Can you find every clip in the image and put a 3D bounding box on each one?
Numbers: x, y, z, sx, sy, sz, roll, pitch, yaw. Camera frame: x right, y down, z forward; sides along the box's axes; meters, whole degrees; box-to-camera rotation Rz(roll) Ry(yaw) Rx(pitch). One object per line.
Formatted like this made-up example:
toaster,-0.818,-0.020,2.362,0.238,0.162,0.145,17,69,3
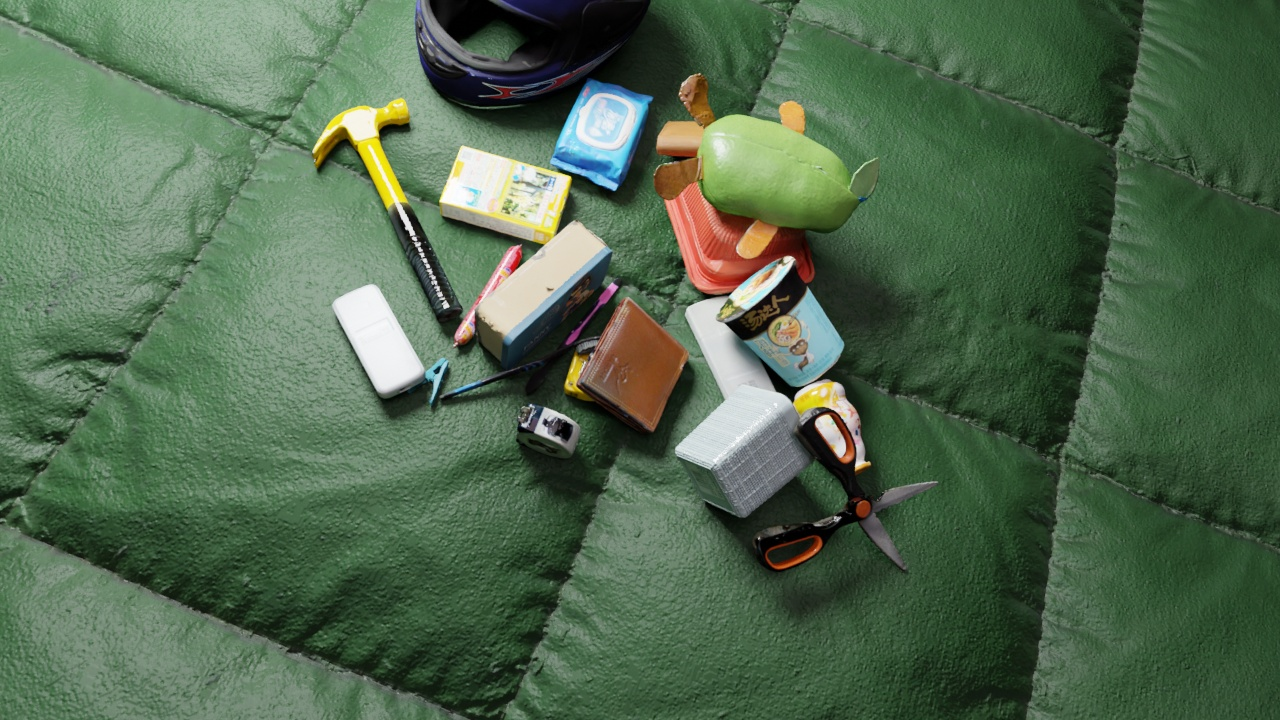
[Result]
clip,-0.227,0.021,1.001,0.034,0.013,0.054,27,64,2

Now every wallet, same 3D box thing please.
wallet,0.091,-0.276,1.143,0.132,0.031,0.107,5,28,8
wallet,-0.006,0.006,1.013,0.101,0.032,0.124,37,60,-18

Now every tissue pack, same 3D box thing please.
tissue pack,-0.046,-0.289,1.148,0.095,0.052,0.156,20,64,-1

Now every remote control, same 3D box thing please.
remote control,-0.285,-0.022,1.000,0.055,0.020,0.136,-28,68,-16
remote control,0.105,-0.004,1.064,0.058,0.021,0.150,-17,70,-18

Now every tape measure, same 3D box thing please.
tape measure,-0.054,0.015,1.024,0.057,0.029,0.059,17,65,-3
tape measure,-0.097,0.076,0.968,0.066,0.066,0.033,20,68,2

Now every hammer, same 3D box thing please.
hammer,-0.282,-0.175,1.068,0.128,0.033,0.300,-23,72,-18

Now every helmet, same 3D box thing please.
helmet,-0.129,-0.473,1.115,0.314,0.241,0.247,-33,74,-21

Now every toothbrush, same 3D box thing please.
toothbrush,-0.075,-0.030,1.052,0.014,0.018,0.188,34,62,7
toothbrush,-0.130,0.010,1.007,0.189,0.014,0.016,-21,71,-8

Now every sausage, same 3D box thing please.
sausage,-0.173,-0.074,1.050,0.020,0.020,0.155,26,65,2

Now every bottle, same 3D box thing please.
bottle,0.216,0.077,1.024,0.063,0.063,0.108,-19,71,-17

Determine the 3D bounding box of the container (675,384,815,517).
container,0.109,0.097,0.970,0.111,0.090,0.090,-39,114,-20

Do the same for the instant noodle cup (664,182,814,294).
instant noodle cup,0.123,-0.177,1.114,0.164,0.079,0.188,-8,63,-17

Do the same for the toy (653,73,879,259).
toy,0.141,-0.213,1.039,0.246,0.090,0.226,21,71,-7

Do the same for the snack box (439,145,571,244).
snack box,-0.161,-0.197,1.100,0.140,0.034,0.086,14,64,-2

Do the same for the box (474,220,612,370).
box,-0.113,-0.069,1.020,0.061,0.090,0.184,39,68,8

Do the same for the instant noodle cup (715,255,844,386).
instant noodle cup,0.165,-0.038,1.036,0.120,0.111,0.111,48,65,-11

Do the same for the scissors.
scissors,0.212,0.147,0.963,0.234,0.022,0.221,-24,107,-16
